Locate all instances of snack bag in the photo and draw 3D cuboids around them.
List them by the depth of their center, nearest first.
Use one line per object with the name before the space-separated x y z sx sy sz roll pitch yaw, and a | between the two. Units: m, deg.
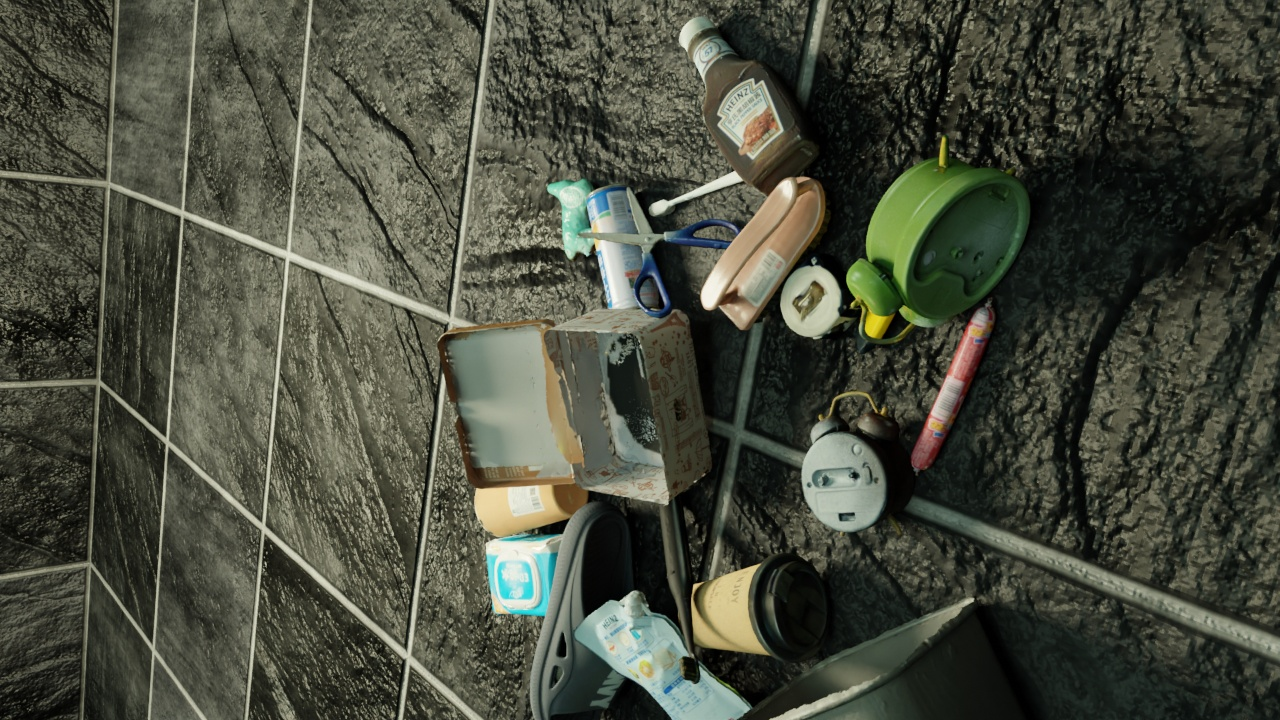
snack bag | 0.028 0.305 0.885 0.191 0.038 0.111 45 136 4

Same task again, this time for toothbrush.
toothbrush | 0.037 0.205 0.862 0.026 0.027 0.212 -47 29 30
toothbrush | 0.079 -0.170 0.888 0.181 0.016 0.016 -15 78 42

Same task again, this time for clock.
clock | 0.218 -0.079 0.686 0.056 0.116 0.161 49 120 45
clock | 0.181 0.087 0.767 0.082 0.055 0.122 -12 82 45

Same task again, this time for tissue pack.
tissue pack | -0.124 0.250 1.067 0.140 0.063 0.090 -12 83 44

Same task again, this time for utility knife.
utility knife | 0.215 -0.073 0.751 0.033 0.015 0.155 -111 39 -61

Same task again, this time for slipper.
slipper | -0.045 0.285 0.962 0.083 0.110 0.268 13 97 41

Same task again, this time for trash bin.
trash bin | 0.198 0.326 0.673 0.200 0.198 0.219 -40 70 38

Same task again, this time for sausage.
sausage | 0.248 0.023 0.724 0.020 0.020 0.156 33 114 39

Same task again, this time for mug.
mug | -0.123 0.158 1.058 0.123 0.078 0.078 -17 79 39

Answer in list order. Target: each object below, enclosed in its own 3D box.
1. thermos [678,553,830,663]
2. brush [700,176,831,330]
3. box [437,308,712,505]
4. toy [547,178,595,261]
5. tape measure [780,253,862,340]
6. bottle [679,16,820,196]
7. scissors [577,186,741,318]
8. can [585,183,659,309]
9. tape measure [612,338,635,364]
thermos | 0.101 0.227 0.833 0.144 0.092 0.093 -24 75 50
brush | 0.113 -0.100 0.816 0.063 0.073 0.146 53 123 31
box | -0.070 0.043 0.931 0.273 0.106 0.178 -2 107 27
toy | -0.064 -0.157 1.020 0.097 0.030 0.092 3 98 37
tape measure | 0.157 -0.052 0.801 0.066 0.033 0.065 -54 55 31
bottle | 0.091 -0.243 0.845 0.080 0.044 0.194 -41 58 26
scissors | 0.018 -0.111 0.890 0.162 0.012 0.175 -12 56 9
can | -0.018 -0.112 0.956 0.053 0.053 0.134 -22 76 43
tape measure | -0.006 0.006 0.966 0.060 0.028 0.057 -25 74 44
